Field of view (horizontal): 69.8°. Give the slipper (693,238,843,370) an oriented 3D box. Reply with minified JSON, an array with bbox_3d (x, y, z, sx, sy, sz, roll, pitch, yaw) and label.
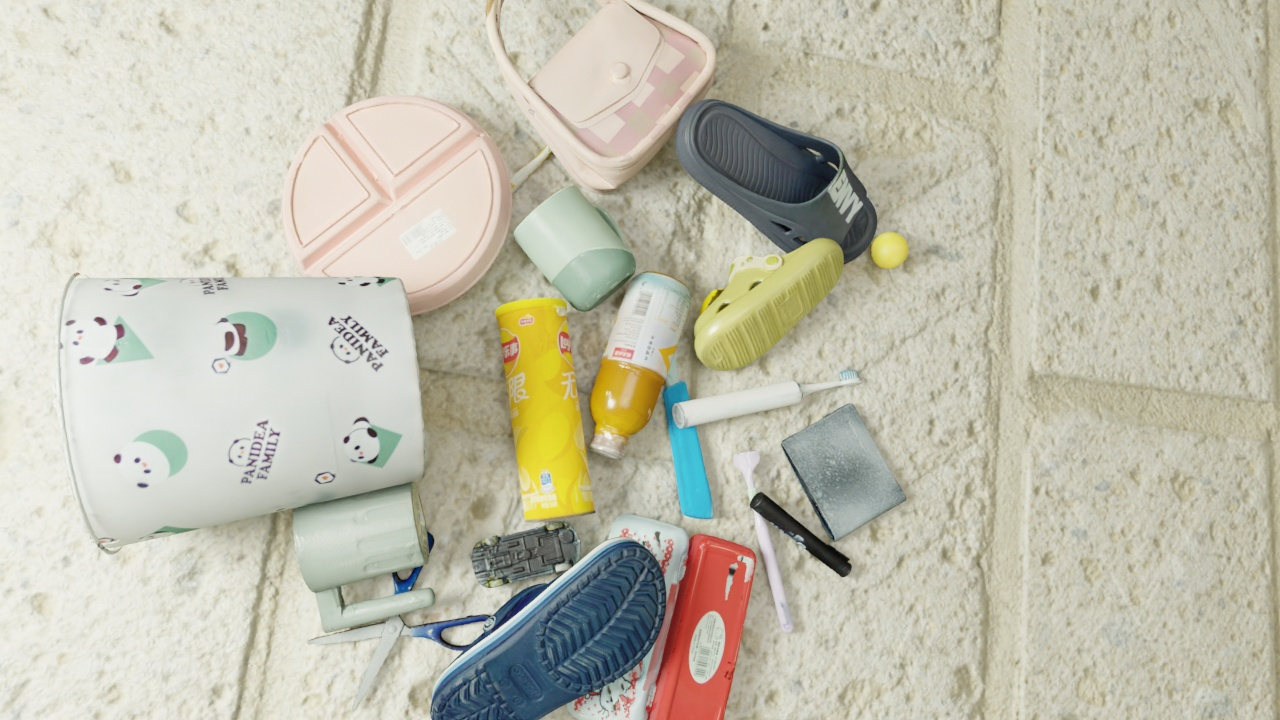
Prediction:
[{"bbox_3d":[0.126,-0.068,0.965,0.190,0.092,0.081,-37,51,-8],"label":"slipper"}]

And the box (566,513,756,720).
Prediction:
[{"bbox_3d":[0.024,0.262,0.893,0.161,0.060,0.201,16,76,-5],"label":"box"}]

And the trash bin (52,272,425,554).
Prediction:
[{"bbox_3d":[-0.322,0.030,0.780,0.251,0.230,0.229,-6,81,-18],"label":"trash bin"}]

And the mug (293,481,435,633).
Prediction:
[{"bbox_3d":[-0.247,0.177,0.833,0.103,0.084,0.124,-12,98,-8],"label":"mug"}]

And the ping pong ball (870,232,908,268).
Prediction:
[{"bbox_3d":[0.276,-0.122,1.017,0.040,0.040,0.040,2,79,-12],"label":"ping pong ball"}]

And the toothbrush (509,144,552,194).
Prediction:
[{"bbox_3d":[-0.098,-0.229,0.973,0.018,0.016,0.191,38,74,8],"label":"toothbrush"}]

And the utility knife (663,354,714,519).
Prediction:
[{"bbox_3d":[0.044,0.070,0.947,0.034,0.018,0.191,-6,79,-19],"label":"utility knife"}]

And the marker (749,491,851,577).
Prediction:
[{"bbox_3d":[0.166,0.178,0.940,0.132,0.020,0.022,38,55,-14],"label":"marker"}]

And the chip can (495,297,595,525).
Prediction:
[{"bbox_3d":[-0.094,0.049,0.895,0.072,0.072,0.213,-7,82,-13],"label":"chip can"}]

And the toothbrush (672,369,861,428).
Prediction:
[{"bbox_3d":[0.138,0.037,0.962,0.220,0.027,0.026,-10,74,-21],"label":"toothbrush"}]

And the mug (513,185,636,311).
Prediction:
[{"bbox_3d":[-0.056,-0.116,0.933,0.106,0.082,0.111,49,43,0],"label":"mug"}]

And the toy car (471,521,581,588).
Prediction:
[{"bbox_3d":[-0.110,0.187,0.887,0.105,0.031,0.049,-11,83,-12],"label":"toy car"}]

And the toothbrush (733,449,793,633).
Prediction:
[{"bbox_3d":[0.129,0.187,0.944,0.029,0.021,0.189,-16,84,24],"label":"toothbrush"}]

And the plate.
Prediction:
[{"bbox_3d":[-0.242,-0.156,0.898,0.229,0.028,0.229,0,81,1],"label":"plate"}]

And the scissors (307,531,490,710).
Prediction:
[{"bbox_3d":[-0.220,0.245,0.863,0.162,0.012,0.175,16,76,-10],"label":"scissors"}]

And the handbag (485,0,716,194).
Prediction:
[{"bbox_3d":[-0.055,-0.310,0.946,0.234,0.093,0.193,42,73,-8],"label":"handbag"}]

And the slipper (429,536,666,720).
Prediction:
[{"bbox_3d":[-0.082,0.260,0.854,0.253,0.095,0.105,-38,108,1],"label":"slipper"}]

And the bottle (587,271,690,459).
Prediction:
[{"bbox_3d":[-0.005,0.005,0.922,0.068,0.068,0.189,21,77,-8],"label":"bottle"}]

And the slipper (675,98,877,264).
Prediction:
[{"bbox_3d":[0.159,-0.182,0.953,0.268,0.083,0.110,26,79,-27],"label":"slipper"}]

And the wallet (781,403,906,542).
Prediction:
[{"bbox_3d":[0.215,0.117,0.975,0.097,0.019,0.121,-26,85,-17],"label":"wallet"}]
